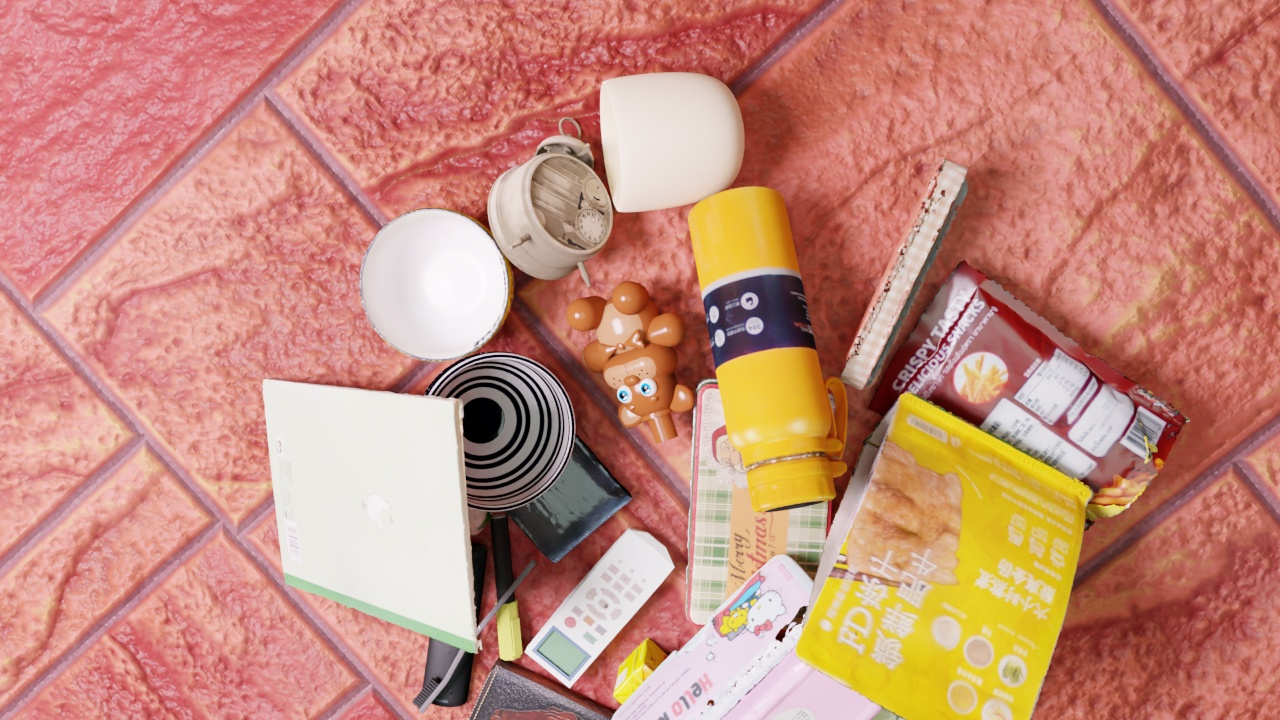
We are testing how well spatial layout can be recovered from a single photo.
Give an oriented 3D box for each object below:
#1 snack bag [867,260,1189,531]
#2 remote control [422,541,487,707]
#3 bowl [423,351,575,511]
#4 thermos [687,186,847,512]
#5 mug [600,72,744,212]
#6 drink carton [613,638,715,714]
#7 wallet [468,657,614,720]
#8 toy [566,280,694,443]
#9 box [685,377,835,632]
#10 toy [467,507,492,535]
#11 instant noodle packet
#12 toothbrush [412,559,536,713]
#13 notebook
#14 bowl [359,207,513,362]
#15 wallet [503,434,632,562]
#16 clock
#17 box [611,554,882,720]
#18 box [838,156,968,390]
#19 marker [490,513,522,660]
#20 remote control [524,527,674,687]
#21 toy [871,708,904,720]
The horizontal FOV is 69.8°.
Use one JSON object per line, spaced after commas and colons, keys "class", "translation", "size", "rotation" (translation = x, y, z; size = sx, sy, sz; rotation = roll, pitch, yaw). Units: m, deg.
{"class": "snack bag", "translation": [0.300, 0.035, 0.718], "size": [0.208, 0.066, 0.139], "rotation": [32, 108, 2]}
{"class": "remote control", "translation": [-0.160, 0.226, 0.785], "size": [0.041, 0.020, 0.152], "rotation": [9, 99, 0]}
{"class": "bowl", "translation": [-0.117, 0.051, 0.712], "size": [0.120, 0.066, 0.120], "rotation": [-2, 97, -22]}
{"class": "thermos", "translation": [0.099, -0.009, 0.677], "size": [0.091, 0.076, 0.232], "rotation": [-11, 75, 7]}
{"class": "mug", "translation": [0.024, -0.175, 0.695], "size": [0.099, 0.096, 0.120], "rotation": [-8, 55, -7]}
{"class": "drink carton", "translation": [0.039, 0.299, 0.765], "size": [0.134, 0.058, 0.043], "rotation": [43, 97, -2]}
{"class": "wallet", "translation": [-0.083, 0.313, 0.792], "size": [0.123, 0.019, 0.072], "rotation": [24, 102, 0]}
{"class": "toy", "translation": [-0.004, 0.004, 0.723], "size": [0.095, 0.065, 0.127], "rotation": [-20, 88, 28]}
{"class": "box", "translation": [0.097, 0.116, 0.745], "size": [0.118, 0.051, 0.205], "rotation": [4, 98, 3]}
{"class": "toy", "translation": [-0.173, 0.121, 0.747], "size": [0.106, 0.085, 0.074], "rotation": [0, 55, -16]}
{"class": "instant noodle packet", "translation": [0.216, 0.157, 0.661], "size": [0.163, 0.084, 0.221], "rotation": [29, 55, 4]}
{"class": "toothbrush", "translation": [-0.138, 0.231, 0.768], "size": [0.013, 0.013, 0.167], "rotation": [39, 98, 4]}
{"class": "notebook", "translation": [-0.215, 0.110, 0.706], "size": [0.253, 0.010, 0.182], "rotation": [3, 99, 39]}
{"class": "bowl", "translation": [-0.155, -0.060, 0.726], "size": [0.117, 0.067, 0.117], "rotation": [0, 97, 3]}
{"class": "wallet", "translation": [-0.076, 0.100, 0.763], "size": [0.089, 0.026, 0.115], "rotation": [-42, 93, 5]}
{"class": "clock", "translation": [-0.061, -0.130, 0.704], "size": [0.093, 0.055, 0.140], "rotation": [24, 62, -34]}
{"class": "box", "translation": [0.076, 0.253, 0.674], "size": [0.201, 0.077, 0.146], "rotation": [-45, 68, 2]}
{"class": "box", "translation": [0.202, -0.062, 0.707], "size": [0.041, 0.082, 0.187], "rotation": [26, 99, 10]}
{"class": "marker", "translation": [-0.114, 0.192, 0.779], "size": [0.021, 0.017, 0.124], "rotation": [2, 98, 47]}
{"class": "remote control", "translation": [-0.032, 0.204, 0.774], "size": [0.049, 0.024, 0.143], "rotation": [40, 95, -2]}
{"class": "toy", "translation": [0.182, 0.273, 0.737], "size": [0.197, 0.107, 0.150], "rotation": [-38, 94, -2]}
